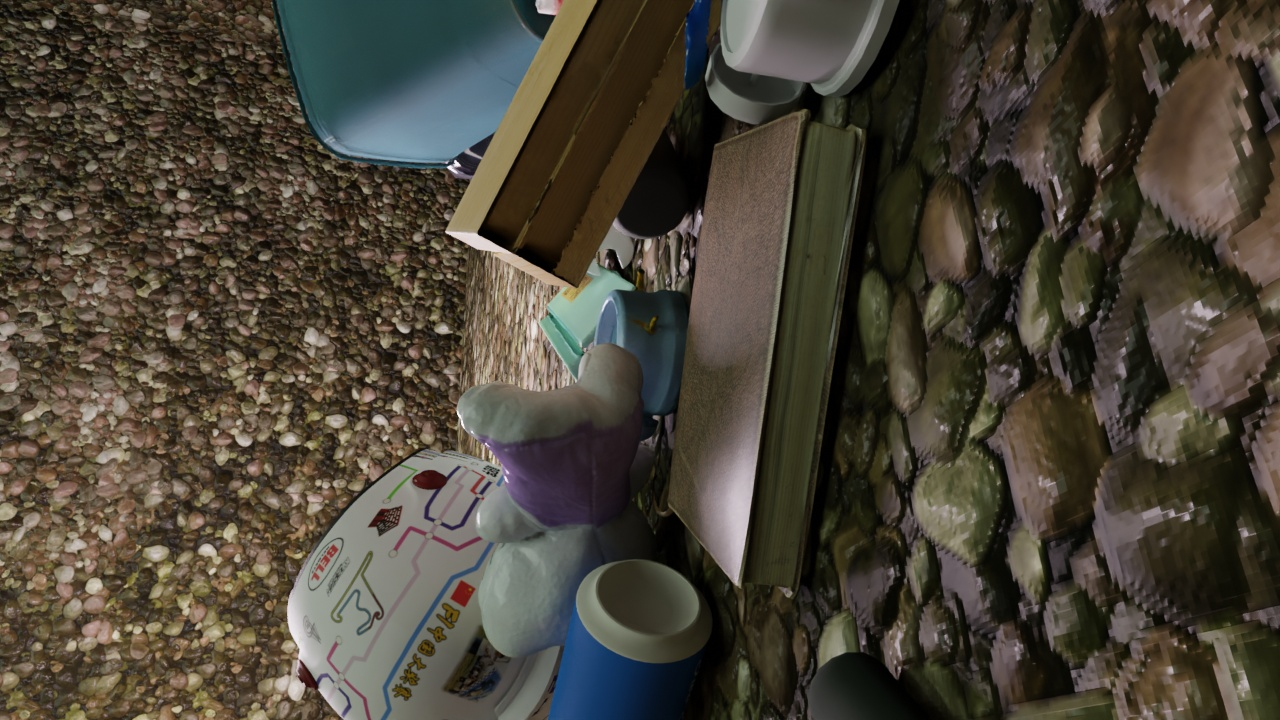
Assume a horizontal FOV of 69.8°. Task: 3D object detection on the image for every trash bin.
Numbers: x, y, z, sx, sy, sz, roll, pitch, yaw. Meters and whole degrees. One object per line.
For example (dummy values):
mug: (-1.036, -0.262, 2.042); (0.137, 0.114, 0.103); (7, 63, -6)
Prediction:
trash bin: (-0.159, -0.295, 0.786); (0.219, 0.198, 0.196); (-15, 91, 31)

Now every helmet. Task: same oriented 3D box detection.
helmet: (-0.151, 0.205, 0.772); (0.231, 0.236, 0.315); (-59, 5, -6)

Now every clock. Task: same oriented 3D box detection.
clock: (-0.004, 0.004, 0.645); (0.088, 0.051, 0.125); (-106, 26, -50)
clock: (0.071, -0.174, 0.421); (0.159, 0.061, 0.120); (-172, 88, -80)

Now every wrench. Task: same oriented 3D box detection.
wrench: (0.001, -0.180, 0.715); (0.009, 0.047, 0.274); (-102, 25, -49)

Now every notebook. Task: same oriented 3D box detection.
notebook: (0.049, -0.008, 0.480); (0.190, 0.034, 0.215); (-150, 66, -75)

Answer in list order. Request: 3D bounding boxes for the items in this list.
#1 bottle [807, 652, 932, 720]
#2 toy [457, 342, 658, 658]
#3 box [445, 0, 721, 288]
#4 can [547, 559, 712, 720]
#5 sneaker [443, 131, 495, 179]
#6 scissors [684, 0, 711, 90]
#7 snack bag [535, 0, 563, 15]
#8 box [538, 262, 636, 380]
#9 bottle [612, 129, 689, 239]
bottle: (0.090, 0.134, 0.280); (0.123, 0.033, 0.033); (-138, 54, -71)
toy: (-0.040, 0.098, 0.584); (0.085, 0.137, 0.210); (35, 135, 44)
box: (-0.026, -0.171, 0.561); (0.249, 0.092, 0.128); (-63, 12, 0)
can: (-0.010, 0.194, 0.548); (0.079, 0.079, 0.146); (-109, 28, -58)
sneaker: (-0.101, -0.286, 0.936); (0.252, 0.097, 0.151); (-55, 27, -7)
scissors: (0.032, -0.188, 0.433); (0.127, 0.014, 0.127); (-99, 18, -57)
snack bag: (-0.020, -0.286, 0.685); (0.036, 0.116, 0.076); (108, 162, -53)
box: (-0.039, -0.023, 0.831); (0.112, 0.078, 0.187); (-54, 19, 1)
bottle: (-0.001, -0.139, 0.669); (0.108, 0.060, 0.060); (-102, 23, -49)
